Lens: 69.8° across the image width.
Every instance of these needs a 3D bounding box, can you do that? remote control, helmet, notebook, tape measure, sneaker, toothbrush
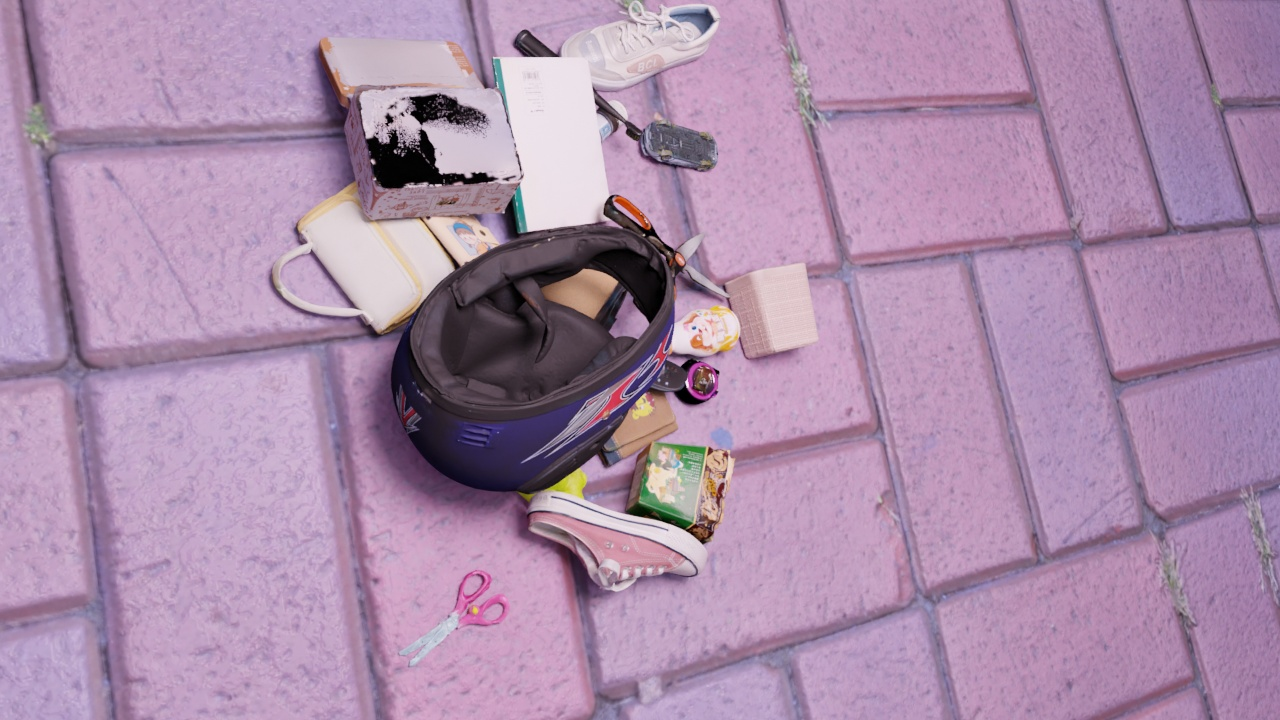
[{"bbox_3d":[-0.007,0.007,1.172,0.136,0.024,0.053,23,47,6],"label":"remote control"},{"bbox_3d":[-0.114,0.009,1.016,0.315,0.241,0.247,-28,68,-17],"label":"helmet"},{"bbox_3d":[-0.107,-0.271,1.145,0.150,0.012,0.209,-16,103,-41],"label":"notebook"},{"bbox_3d":[0.075,0.029,1.212,0.057,0.039,0.057,28,69,-16],"label":"tape measure"},{"bbox_3d":[-0.029,0.229,1.081,0.241,0.119,0.087,24,58,-25],"label":"sneaker"},{"bbox_3d":[0.006,-0.437,1.253,0.241,0.091,0.089,-23,87,-25],"label":"sneaker"},{"bbox_3d":[-0.079,-0.359,1.203,0.212,0.027,0.026,41,51,6],"label":"toothbrush"}]

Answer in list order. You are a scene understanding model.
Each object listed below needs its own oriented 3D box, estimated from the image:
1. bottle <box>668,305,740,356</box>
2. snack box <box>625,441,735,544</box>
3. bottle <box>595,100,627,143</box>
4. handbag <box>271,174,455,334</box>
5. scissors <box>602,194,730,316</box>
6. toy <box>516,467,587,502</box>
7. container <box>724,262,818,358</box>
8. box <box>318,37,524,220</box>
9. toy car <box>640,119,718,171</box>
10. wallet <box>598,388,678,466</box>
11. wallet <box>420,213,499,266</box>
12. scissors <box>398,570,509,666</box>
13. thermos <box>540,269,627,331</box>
[{"bbox_3d":[0.076,-0.035,1.213,0.108,0.063,0.063,-14,85,-26],"label":"bottle"},{"bbox_3d":[0.044,0.157,1.141,0.105,0.118,0.118,17,69,-7],"label":"snack box"},{"bbox_3d":[-0.092,-0.278,1.202,0.194,0.044,0.080,-45,105,-26],"label":"bottle"},{"bbox_3d":[-0.324,-0.109,1.058,0.178,0.063,0.163,-38,94,-22],"label":"handbag"},{"bbox_3d":[0.036,-0.130,1.188,0.234,0.022,0.220,40,42,-22],"label":"scissors"},{"bbox_3d":[-0.112,0.147,1.110,0.100,0.031,0.096,9,77,-22],"label":"toy"},{"bbox_3d":[0.181,-0.066,1.254,0.090,0.090,0.111,-11,87,-26],"label":"container"},{"bbox_3d":[-0.260,-0.292,1.071,0.178,0.111,0.259,-8,74,-28],"label":"box"},{"bbox_3d":[0.056,-0.297,1.277,0.120,0.037,0.054,4,76,-33],"label":"toy car"},{"bbox_3d":[-0.014,0.072,1.170,0.115,0.033,0.090,-24,88,-30],"label":"wallet"},{"bbox_3d":[-0.205,-0.143,1.093,0.115,0.024,0.087,49,30,13],"label":"wallet"},{"bbox_3d":[-0.219,0.291,1.042,0.137,0.017,0.073,-27,91,-22],"label":"scissors"},{"bbox_3d":[-0.086,-0.094,1.146,0.143,0.093,0.092,33,67,-5],"label":"thermos"}]
